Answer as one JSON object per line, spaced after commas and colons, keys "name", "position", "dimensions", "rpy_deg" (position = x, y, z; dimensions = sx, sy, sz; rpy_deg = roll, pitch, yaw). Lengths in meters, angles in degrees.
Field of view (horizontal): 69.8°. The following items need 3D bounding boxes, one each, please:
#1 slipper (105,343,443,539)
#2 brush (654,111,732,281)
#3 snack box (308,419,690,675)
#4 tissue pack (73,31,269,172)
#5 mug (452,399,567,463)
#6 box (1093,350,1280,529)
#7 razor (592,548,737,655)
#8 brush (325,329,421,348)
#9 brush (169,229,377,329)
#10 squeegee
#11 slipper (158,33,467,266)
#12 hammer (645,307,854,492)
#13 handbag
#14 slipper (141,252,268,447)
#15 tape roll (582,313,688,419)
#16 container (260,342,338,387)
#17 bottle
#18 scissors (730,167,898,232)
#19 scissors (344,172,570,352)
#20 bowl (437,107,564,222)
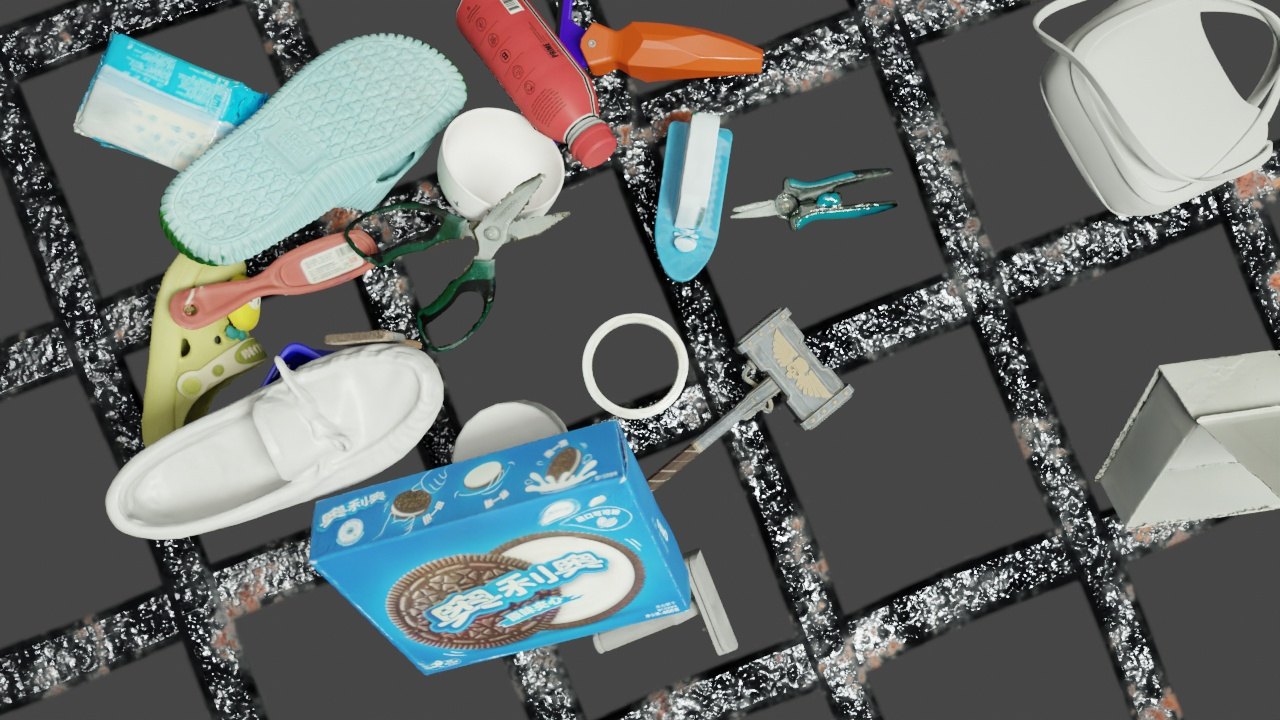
{"name": "slipper", "position": [-0.260, 0.057, 0.658], "dimensions": [0.246, 0.074, 0.112], "rpy_deg": [-23, 106, -4]}
{"name": "brush", "position": [0.043, -0.135, 0.781], "dimensions": [0.055, 0.075, 0.136], "rpy_deg": [8, 88, -2]}
{"name": "snack box", "position": [-0.098, 0.152, 0.706], "dimensions": [0.239, 0.196, 0.056], "rpy_deg": [-15, 46, 7]}
{"name": "tissue pack", "position": [-0.389, -0.205, 0.770], "dimensions": [0.144, 0.061, 0.093], "rpy_deg": [22, 89, -1]}
{"name": "mug", "position": [-0.090, 0.087, 0.764], "dimensions": [0.121, 0.090, 0.091], "rpy_deg": [30, 88, -2]}
{"name": "box", "position": [0.493, 0.049, 0.584], "dimensions": [0.167, 0.506, 0.148], "rpy_deg": [-8, 85, -2]}
{"name": "razor", "position": [0.014, 0.225, 0.794], "dimensions": [0.116, 0.047, 0.088], "rpy_deg": [-22, 90, 5]}
{"name": "brush", "position": [-0.200, -0.015, 0.735], "dimensions": [0.045, 0.143, 0.008], "rpy_deg": [-5, 88, 6]}
{"name": "brush", "position": [-0.297, -0.065, 0.750], "dimensions": [0.172, 0.030, 0.041], "rpy_deg": [-27, 98, -33]}
{"name": "squeegee", "position": [0.012, -0.265, 0.790], "dimensions": [0.185, 0.055, 0.249], "rpy_deg": [6, 89, 6]}
{"name": "slipper", "position": [-0.269, -0.174, 0.766], "dimensions": [0.275, 0.070, 0.116], "rpy_deg": [-43, 93, -19]}
{"name": "hammer", "position": [0.028, 0.092, 0.797], "dimensions": [0.322, 0.044, 0.098], "rpy_deg": [-39, 91, 0]}
{"name": "handbag", "position": [0.470, -0.253, 0.795], "dimensions": [0.222, 0.096, 0.216], "rpy_deg": [-32, 93, -8]}
{"name": "slipper", "position": [-0.354, -0.006, 0.757], "dimensions": [0.081, 0.091, 0.190], "rpy_deg": [12, 92, -5]}
{"name": "tape roll", "position": [-0.005, 0.005, 0.808], "dimensions": [0.093, 0.013, 0.093], "rpy_deg": [0, 89, -3]}
{"name": "container", "position": [-0.251, 0.041, 0.746], "dimensions": [0.085, 0.113, 0.084], "rpy_deg": [30, 88, -2]}
{"name": "bottle", "position": [-0.083, -0.236, 0.766], "dimensions": [0.062, 0.062, 0.176], "rpy_deg": [-36, 78, -3]}
{"name": "scissors", "position": [0.159, -0.137, 0.814], "dimensions": [0.139, 0.019, 0.129], "rpy_deg": [35, 89, 0]}
{"name": "scissors", "position": [-0.155, -0.105, 0.740], "dimensions": [0.154, 0.015, 0.210], "rpy_deg": [42, 121, -9]}
{"name": "bowl", "position": [-0.121, -0.155, 0.774], "dimensions": [0.104, 0.054, 0.104], "rpy_deg": [11, 59, -20]}
